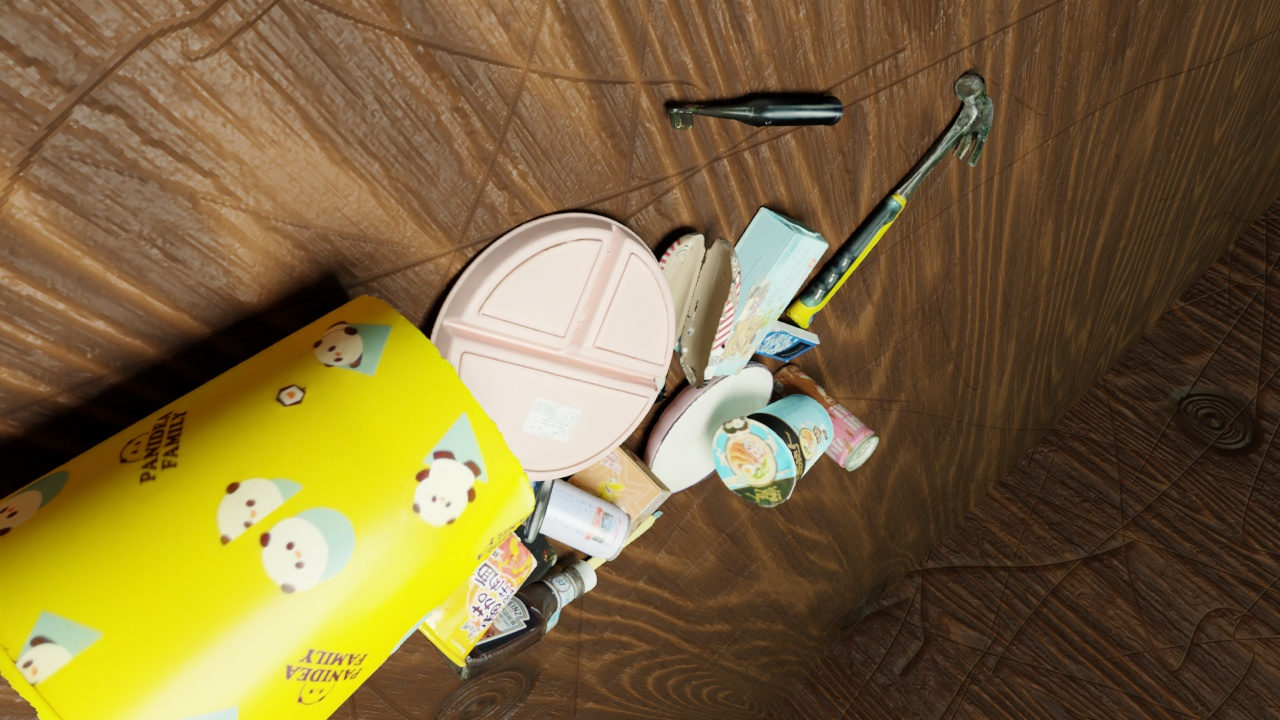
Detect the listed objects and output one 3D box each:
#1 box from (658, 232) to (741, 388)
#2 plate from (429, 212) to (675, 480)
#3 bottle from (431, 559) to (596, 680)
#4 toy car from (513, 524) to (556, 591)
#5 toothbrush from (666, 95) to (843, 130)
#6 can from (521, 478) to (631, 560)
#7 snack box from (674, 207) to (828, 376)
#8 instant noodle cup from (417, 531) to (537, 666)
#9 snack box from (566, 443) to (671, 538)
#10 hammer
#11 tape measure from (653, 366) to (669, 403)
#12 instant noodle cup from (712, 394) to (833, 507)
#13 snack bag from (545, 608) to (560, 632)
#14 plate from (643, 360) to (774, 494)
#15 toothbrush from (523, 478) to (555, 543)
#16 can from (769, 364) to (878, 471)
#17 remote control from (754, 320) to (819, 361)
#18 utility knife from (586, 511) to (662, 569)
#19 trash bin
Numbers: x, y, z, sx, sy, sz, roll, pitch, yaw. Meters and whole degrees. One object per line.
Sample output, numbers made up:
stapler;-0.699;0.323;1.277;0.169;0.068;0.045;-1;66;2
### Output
box;0.035;-0.044;0.852;0.088;0.076;0.163;-3;137;-15
plate;-0.060;-0.003;0.736;0.229;0.028;0.230;-18;122;-32
bottle;-0.131;0.276;1.012;0.194;0.080;0.044;-21;136;-40
toy car;-0.130;0.190;0.946;0.071;0.041;0.156;-36;147;-18
toothbrush;0.099;-0.206;0.764;0.212;0.026;0.027;-16;100;-42
can;-0.078;0.140;0.863;0.134;0.053;0.053;28;109;-16
snack box;0.110;-0.066;0.926;0.074;0.051;0.175;5;124;-53
instant noodle cup;-0.166;0.180;0.807;0.109;0.138;0.138;-45;152;-17
snack box;-0.031;0.143;0.958;0.094;0.077;0.093;-46;167;0
hammer;0.284;-0.167;1.045;0.323;0.032;0.126;-50;150;7
tape measure;-0.005;0.005;0.850;0.033;0.066;0.066;-78;176;-49
instant noodle cup;0.163;0.094;1.069;0.120;0.111;0.111;-29;147;-43
snack bag;-0.115;0.309;1.128;0.045;0.026;0.105;-34;151;-36
plate;0.073;0.071;1.061;0.192;0.039;0.193;-32;148;-23
toothbrush;-0.073;0.078;0.829;0.015;0.018;0.181;20;85;-22
can;0.222;0.069;1.138;0.057;0.147;0.058;-32;147;-24
remote control;0.163;-0.023;1.063;0.049;0.024;0.124;-30;157;26
utility knife;-0.031;0.236;1.155;0.167;0.018;0.031;-28;150;-27
trash bin;-0.219;0.106;0.560;0.254;0.229;0.230;-39;150;-23
